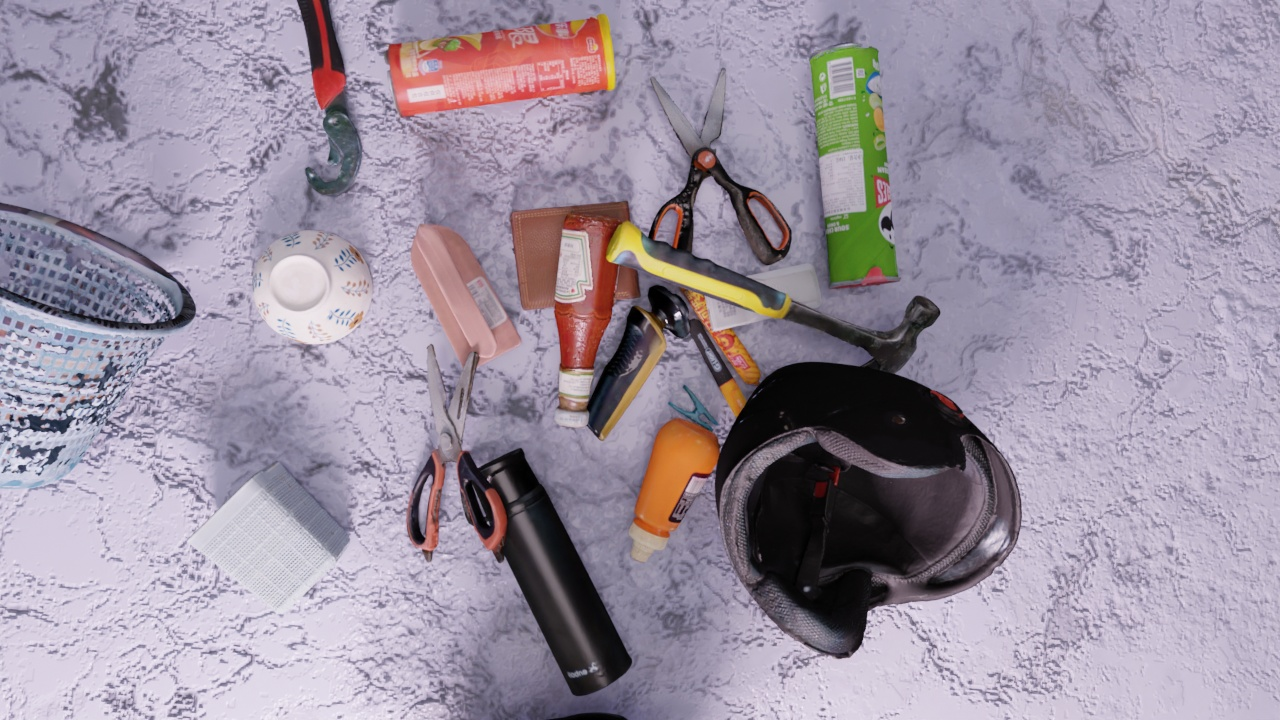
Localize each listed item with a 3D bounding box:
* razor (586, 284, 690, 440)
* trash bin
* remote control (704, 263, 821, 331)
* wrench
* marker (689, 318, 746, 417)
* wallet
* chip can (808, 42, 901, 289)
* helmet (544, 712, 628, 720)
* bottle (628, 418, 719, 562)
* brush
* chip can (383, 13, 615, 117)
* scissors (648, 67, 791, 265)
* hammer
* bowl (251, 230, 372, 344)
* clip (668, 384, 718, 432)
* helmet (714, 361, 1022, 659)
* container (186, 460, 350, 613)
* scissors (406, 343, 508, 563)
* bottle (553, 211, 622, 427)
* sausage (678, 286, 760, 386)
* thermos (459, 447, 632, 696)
[{"bbox_3d":[-0.005,0.005,0.924,0.067,0.062,0.167,28,95,-36],"label":"razor"},{"bbox_3d":[-0.547,-0.005,0.811,0.226,0.226,0.195,30,101,-5],"label":"trash bin"},{"bbox_3d":[0.125,-0.065,0.932,0.124,0.024,0.049,-13,91,-16],"label":"remote control"},{"bbox_3d":[-0.316,-0.300,0.906,0.056,0.016,0.273,-7,92,-5],"label":"wrench"},{"bbox_3d":[0.082,0.012,0.945,0.018,0.015,0.124,-30,92,-8],"label":"marker"},{"bbox_3d":[-0.066,-0.105,0.924,0.124,0.032,0.101,-7,95,-4],"label":"wallet"},{"bbox_3d":[0.215,-0.192,0.923,0.072,0.072,0.236,-6,92,-5],"label":"chip can"},{"bbox_3d":[-0.090,0.449,0.824,0.315,0.240,0.247,1,92,-16],"label":"helmet"},{"bbox_3d":[0.026,0.135,0.923,0.067,0.066,0.149,23,96,-5],"label":"bottle"},{"bbox_3d":[-0.176,-0.067,0.894,0.063,0.073,0.145,-27,92,-3],"label":"brush"},{"bbox_3d":[-0.134,-0.285,0.893,0.216,0.073,0.073,-10,92,-4],"label":"chip can"},{"bbox_3d":[0.067,-0.179,0.927,0.221,0.022,0.228,39,78,-8],"label":"scissors"},{"bbox_3d":[0.120,-0.054,0.882,0.323,0.031,0.126,19,123,-15],"label":"hammer"},{"bbox_3d":[-0.322,-0.072,0.888,0.113,0.062,0.113,0,92,-6],"label":"bowl"},{"bbox_3d":[0.056,0.053,0.945,0.055,0.013,0.038,43,88,-3],"label":"clip"},{"bbox_3d":[0.201,0.118,0.853,0.274,0.229,0.234,11,120,-13],"label":"helmet"},{"bbox_3d":[-0.349,0.171,0.879,0.090,0.090,0.111,-45,97,-2],"label":"container"},{"bbox_3d":[-0.182,0.100,0.887,0.189,0.015,0.226,-40,73,30],"label":"scissors"},{"bbox_3d":[-0.056,-0.038,0.889,0.060,0.059,0.206,6,98,-5],"label":"bottle"},{"bbox_3d":[0.076,-0.040,0.940,0.021,0.021,0.165,-35,93,-3],"label":"sausage"},{"bbox_3d":[-0.100,0.212,0.917,0.090,0.068,0.242,-26,91,29],"label":"thermos"}]
